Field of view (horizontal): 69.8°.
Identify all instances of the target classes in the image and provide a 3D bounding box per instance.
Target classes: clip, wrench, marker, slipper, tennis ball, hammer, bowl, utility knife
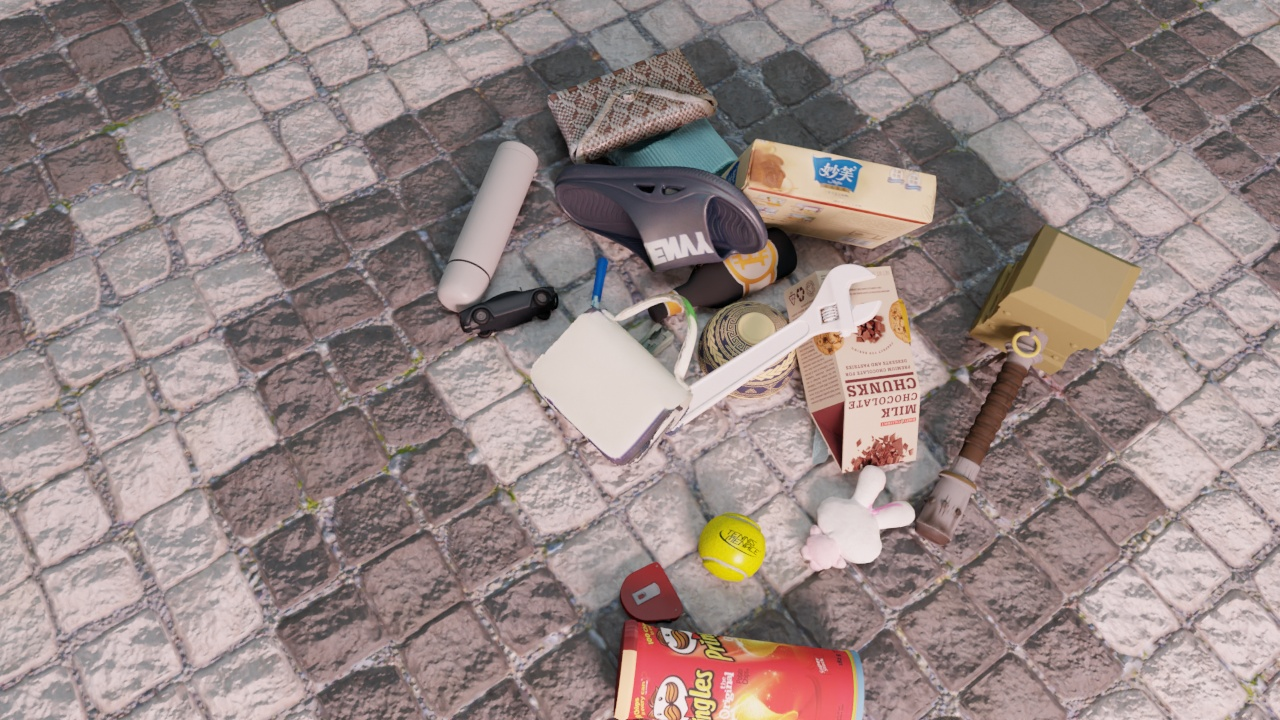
[{"bbox_3d":[0.004,-0.009,1.021,0.043,0.023,0.075,38,64,17],"label":"clip"},{"bbox_3d":[0.127,-0.006,0.950,0.274,0.018,0.066,-34,72,17],"label":"wrench"},{"bbox_3d":[-0.053,-0.056,1.048,0.013,0.013,0.141,8,62,0],"label":"marker"},{"bbox_3d":[0.007,-0.156,1.020,0.268,0.111,0.083,14,57,27],"label":"slipper"},{"bbox_3d":[0.090,0.183,0.900,0.065,0.065,0.065,2,62,-3],"label":"tennis ball"},{"bbox_3d":[0.027,-0.261,1.131,0.276,0.070,0.115,40,70,17],"label":"slipper"},{"bbox_3d":[0.374,0.043,0.957,0.101,0.190,0.324,28,81,11],"label":"hammer"},{"bbox_3d":[0.122,-0.021,1.012,0.112,0.061,0.112,2,62,-3],"label":"bowl"},{"bbox_3d":[0.209,0.025,1.020,0.031,0.015,0.206,13,59,4],"label":"utility knife"}]

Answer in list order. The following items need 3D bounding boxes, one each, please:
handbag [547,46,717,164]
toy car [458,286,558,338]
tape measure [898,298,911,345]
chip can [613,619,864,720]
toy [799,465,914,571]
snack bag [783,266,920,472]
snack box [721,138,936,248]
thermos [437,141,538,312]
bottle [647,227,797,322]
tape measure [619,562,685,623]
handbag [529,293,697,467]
[{"bbox_3d":[-0.012,-0.310,1.107,0.186,0.047,0.124,-22,52,-3],"label":"handbag"},{"bbox_3d":[-0.147,-0.057,1.022,0.112,0.046,0.034,-17,69,-11],"label":"toy car"},{"bbox_3d":[0.277,-0.046,1.054,0.059,0.030,0.068,3,61,-5],"label":"tape measure"},{"bbox_3d":[0.086,0.292,0.832,0.213,0.087,0.086,7,62,-1],"label":"chip can"},{"bbox_3d":[0.214,0.169,0.932,0.125,0.037,0.076,-39,79,-14],"label":"toy"},{"bbox_3d":[0.231,0.011,0.977,0.094,0.070,0.206,-6,79,-23],"label":"snack bag"},{"bbox_3d":[0.201,-0.183,1.033,0.207,0.153,0.055,10,85,-8],"label":"snack box"},{"bbox_3d":[-0.177,-0.156,1.068,0.052,0.052,0.223,15,62,4],"label":"thermos"},{"bbox_3d":[0.090,-0.091,1.048,0.181,0.059,0.059,-27,67,-17],"label":"bottle"},{"bbox_3d":[0.009,0.232,0.894,0.051,0.019,0.059,-24,66,-16],"label":"tape measure"},{"bbox_3d":[-0.006,0.006,0.958,0.151,0.074,0.176,42,98,17],"label":"handbag"}]
